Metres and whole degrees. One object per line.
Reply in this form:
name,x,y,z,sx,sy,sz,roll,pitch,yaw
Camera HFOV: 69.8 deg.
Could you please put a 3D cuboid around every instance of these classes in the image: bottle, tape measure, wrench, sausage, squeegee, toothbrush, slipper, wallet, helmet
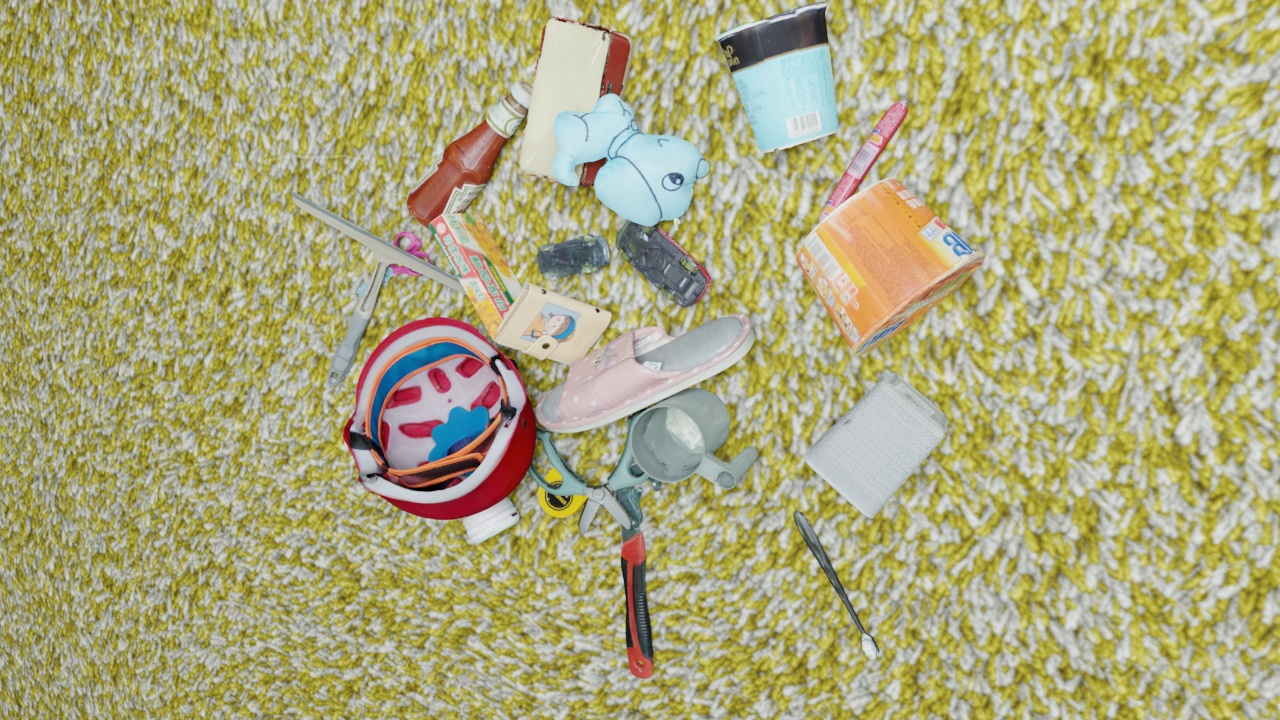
bottle,-0.222,0.129,1.145,0.068,0.068,0.197,-31,84,25
tape measure,-0.094,0.161,1.111,0.060,0.029,0.057,40,94,13
wrench,-0.003,0.255,1.102,0.056,0.016,0.273,5,102,23
bottle,-0.191,-0.237,1.061,0.206,0.059,0.060,-43,82,24
sausage,0.219,-0.193,0.912,0.020,0.020,0.156,37,112,13
squeegee,-0.354,-0.063,1.173,0.246,0.039,0.247,27,122,-8
toothbrush,0.214,0.246,1.006,0.016,0.018,0.181,-30,87,28
slipper,-0.006,0.006,1.004,0.275,0.114,0.054,-21,118,23
wallet,-0.100,-0.037,1.039,0.087,0.115,0.024,-54,42,22
helmet,-0.217,0.079,1.051,0.207,0.144,0.239,-26,52,0

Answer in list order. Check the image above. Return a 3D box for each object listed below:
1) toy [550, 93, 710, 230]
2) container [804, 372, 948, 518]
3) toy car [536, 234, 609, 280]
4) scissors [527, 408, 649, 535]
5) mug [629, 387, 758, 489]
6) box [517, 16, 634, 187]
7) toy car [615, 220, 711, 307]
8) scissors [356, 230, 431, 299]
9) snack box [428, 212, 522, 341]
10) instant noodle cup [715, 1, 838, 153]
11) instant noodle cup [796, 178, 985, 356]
toy,-0.009,-0.202,0.959,0.161,0.050,0.156,-24,107,-9
container,0.241,0.080,0.922,0.090,0.090,0.114,42,110,10
toy car,-0.077,-0.118,1.047,0.091,0.034,0.043,-9,99,27
scissors,-0.053,0.111,1.076,0.173,0.019,0.170,40,100,14
mug,0.063,0.088,0.991,0.124,0.103,0.084,31,111,14
box,-0.075,-0.277,0.990,0.091,0.079,0.168,19,107,18
toy car,0.025,-0.108,0.999,0.120,0.045,0.053,44,112,16
scissors,-0.317,-0.109,1.165,0.135,0.017,0.063,-34,99,30
snack box,-0.181,-0.100,1.072,0.027,0.076,0.156,-31,88,25
instant noodle cup,0.140,-0.270,0.891,0.111,0.111,0.120,-11,105,25
instant noodle cup,0.227,-0.092,0.865,0.152,0.151,0.111,-42,74,24
